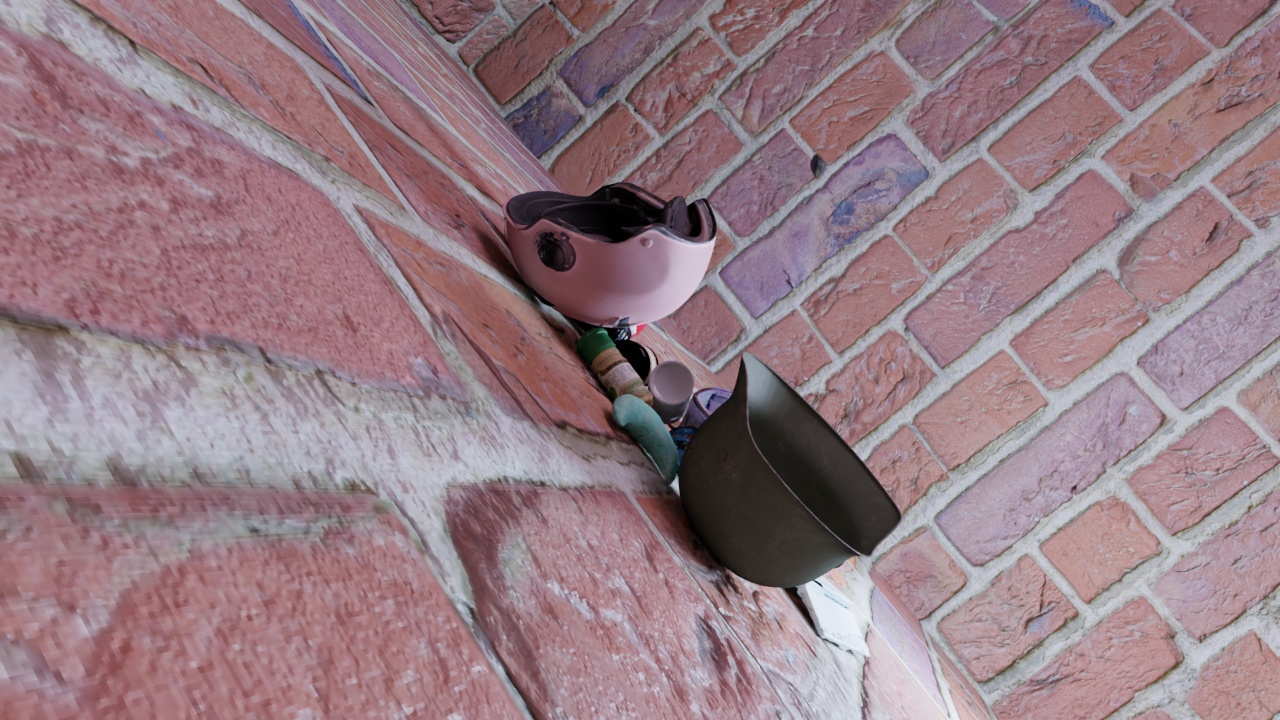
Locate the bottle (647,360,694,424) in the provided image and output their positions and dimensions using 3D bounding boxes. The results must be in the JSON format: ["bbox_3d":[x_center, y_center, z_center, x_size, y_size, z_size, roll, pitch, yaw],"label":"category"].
[{"bbox_3d":[0.034,0.049,1.135,0.052,0.052,0.195,51,-10,10],"label":"bottle"}]

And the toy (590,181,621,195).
[{"bbox_3d":[-0.069,-0.202,1.419,0.140,0.184,0.159,53,7,37],"label":"toy"}]

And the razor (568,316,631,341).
[{"bbox_3d":[-0.073,-0.069,1.211,0.140,0.053,0.064,47,-6,-8],"label":"razor"}]

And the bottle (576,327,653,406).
[{"bbox_3d":[-0.029,0.015,1.049,0.111,0.043,0.043,53,7,23],"label":"bottle"}]

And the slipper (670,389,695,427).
[{"bbox_3d":[0.138,0.132,1.314,0.263,0.052,0.114,34,38,-1],"label":"slipper"}]

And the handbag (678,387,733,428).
[{"bbox_3d":[0.109,0.091,1.099,0.126,0.069,0.159,31,-23,5],"label":"handbag"}]

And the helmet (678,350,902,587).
[{"bbox_3d":[0.125,0.129,0.902,0.227,0.154,0.267,43,12,-12],"label":"helmet"}]

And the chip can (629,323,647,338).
[{"bbox_3d":[-0.024,-0.094,1.299,0.087,0.087,0.213,50,-9,7],"label":"chip can"}]

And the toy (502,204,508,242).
[{"bbox_3d":[-0.145,-0.167,1.228,0.087,0.067,0.112,102,-36,-68],"label":"toy"}]

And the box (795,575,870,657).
[{"bbox_3d":[0.234,0.306,1.177,0.197,0.044,0.136,37,14,-51],"label":"box"}]

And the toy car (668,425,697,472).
[{"bbox_3d":[0.073,0.125,1.065,0.120,0.056,0.043,46,51,-26],"label":"toy car"}]

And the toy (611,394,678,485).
[{"bbox_3d":[0.003,0.076,0.965,0.105,0.033,0.085,48,17,-22],"label":"toy"}]

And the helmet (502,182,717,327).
[{"bbox_3d":[-0.041,-0.126,1.099,0.255,0.153,0.229,11,26,9],"label":"helmet"}]

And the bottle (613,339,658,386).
[{"bbox_3d":[-0.007,0.007,1.172,0.059,0.059,0.181,50,6,7],"label":"bottle"}]
